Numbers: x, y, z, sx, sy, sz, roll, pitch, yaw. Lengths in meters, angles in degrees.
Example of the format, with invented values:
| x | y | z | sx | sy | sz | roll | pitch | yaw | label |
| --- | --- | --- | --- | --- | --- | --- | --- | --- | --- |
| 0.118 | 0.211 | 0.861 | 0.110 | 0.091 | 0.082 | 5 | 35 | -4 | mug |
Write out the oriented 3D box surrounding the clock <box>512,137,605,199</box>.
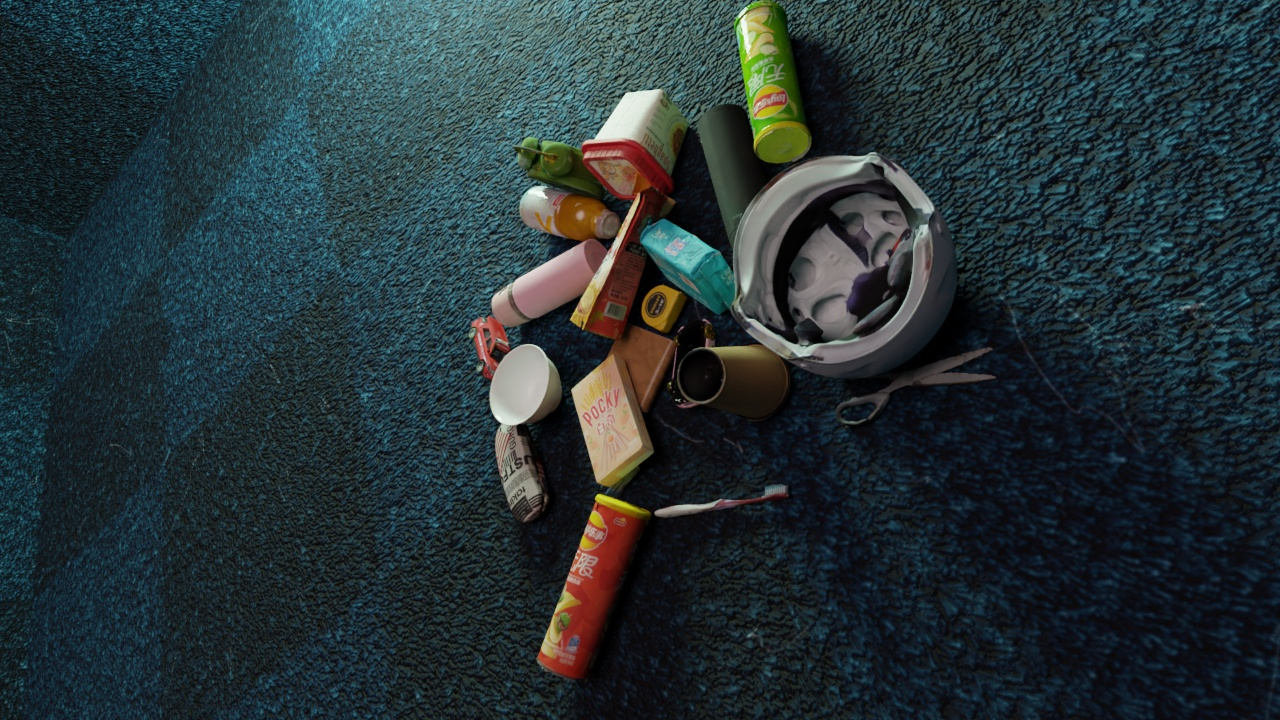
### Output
| x | y | z | sx | sy | sz | roll | pitch | yaw | label |
| --- | --- | --- | --- | --- | --- | --- | --- | --- | --- |
| -0.114 | -0.282 | 1.332 | 0.116 | 0.161 | 0.056 | 20 | 96 | 44 | clock |

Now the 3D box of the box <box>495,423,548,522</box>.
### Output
| x | y | z | sx | sy | sz | roll | pitch | yaw | label |
| --- | --- | --- | --- | --- | --- | --- | --- | --- | --- |
| -0.171 | 0.150 | 1.284 | 0.069 | 0.051 | 0.164 | -57 | 43 | 35 | box |

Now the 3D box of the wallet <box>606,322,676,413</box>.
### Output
| x | y | z | sx | sy | sz | roll | pitch | yaw | label |
| --- | --- | --- | --- | --- | --- | --- | --- | --- | --- |
| -0.007 | 0.007 | 1.218 | 0.115 | 0.020 | 0.101 | 23 | 87 | 47 | wallet |

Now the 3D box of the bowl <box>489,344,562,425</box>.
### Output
| x | y | z | sx | sy | sz | roll | pitch | yaw | label |
| --- | --- | --- | --- | --- | --- | --- | --- | --- | --- |
| -0.150 | 0.042 | 1.296 | 0.119 | 0.064 | 0.118 | -17 | 63 | 36 | bowl |

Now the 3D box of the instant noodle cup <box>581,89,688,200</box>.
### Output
| x | y | z | sx | sy | sz | roll | pitch | yaw | label |
| --- | --- | --- | --- | --- | --- | --- | --- | --- | --- |
| -0.001 | -0.303 | 1.280 | 0.117 | 0.116 | 0.124 | 9 | 68 | 43 | instant noodle cup |

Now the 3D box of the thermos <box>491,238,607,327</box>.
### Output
| x | y | z | sx | sy | sz | roll | pitch | yaw | label |
| --- | --- | --- | --- | --- | --- | --- | --- | --- | --- |
| -0.131 | -0.114 | 1.350 | 0.199 | 0.067 | 0.087 | -25 | 27 | 34 | thermos |

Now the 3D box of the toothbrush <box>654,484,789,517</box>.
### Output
| x | y | z | sx | sy | sz | roll | pitch | yaw | label |
| --- | --- | --- | --- | --- | --- | --- | --- | --- | --- |
| 0.091 | 0.164 | 1.067 | 0.188 | 0.016 | 0.017 | -16 | 55 | 36 | toothbrush |

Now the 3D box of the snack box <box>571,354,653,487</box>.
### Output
| x | y | z | sx | sy | sz | roll | pitch | yaw | label |
| --- | --- | --- | --- | --- | --- | --- | --- | --- | --- |
| -0.038 | 0.076 | 1.181 | 0.085 | 0.026 | 0.157 | -41 | 47 | 25 | snack box |

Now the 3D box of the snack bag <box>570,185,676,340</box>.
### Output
| x | y | z | sx | sy | sz | roll | pitch | yaw | label |
| --- | --- | --- | --- | --- | --- | --- | --- | --- | --- |
| -0.018 | -0.131 | 1.221 | 0.073 | 0.128 | 0.208 | 27 | 98 | 13 | snack bag |

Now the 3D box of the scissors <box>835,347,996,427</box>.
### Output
| x | y | z | sx | sy | sz | roll | pitch | yaw | label |
| --- | --- | --- | --- | --- | --- | --- | --- | --- | --- |
| 0.277 | 0.016 | 0.964 | 0.165 | 0.014 | 0.163 | -52 | 48 | 12 | scissors |

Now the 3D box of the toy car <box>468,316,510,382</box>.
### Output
| x | y | z | sx | sy | sz | roll | pitch | yaw | label |
| --- | --- | --- | --- | --- | --- | --- | --- | --- | --- |
| -0.225 | -0.016 | 1.395 | 0.045 | 0.053 | 0.120 | -36 | 51 | 22 | toy car |

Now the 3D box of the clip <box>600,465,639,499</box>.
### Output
| x | y | z | sx | sy | sz | roll | pitch | yaw | label |
| --- | --- | --- | --- | --- | --- | --- | --- | --- | --- |
| -0.023 | 0.151 | 1.169 | 0.058 | 0.026 | 0.038 | -49 | 40 | 10 | clip |

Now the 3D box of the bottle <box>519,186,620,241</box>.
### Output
| x | y | z | sx | sy | sz | roll | pitch | yaw | label |
| --- | --- | --- | --- | --- | --- | --- | --- | --- | --- |
| -0.103 | -0.214 | 1.357 | 0.190 | 0.068 | 0.068 | 21 | 88 | 44 | bottle |

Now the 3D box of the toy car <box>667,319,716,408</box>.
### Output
| x | y | z | sx | sy | sz | roll | pitch | yaw | label |
| --- | --- | --- | --- | --- | --- | --- | --- | --- | --- |
| 0.068 | 0.005 | 1.140 | 0.056 | 0.037 | 0.122 | -16 | 50 | 33 | toy car |

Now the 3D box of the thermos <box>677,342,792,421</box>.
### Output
| x | y | z | sx | sy | sz | roll | pitch | yaw | label |
| --- | --- | --- | --- | --- | --- | --- | --- | --- | --- |
| 0.105 | 0.021 | 1.033 | 0.093 | 0.143 | 0.093 | -4 | 83 | 37 | thermos |

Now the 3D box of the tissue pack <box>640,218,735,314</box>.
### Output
| x | y | z | sx | sy | sz | roll | pitch | yaw | label |
| --- | --- | --- | --- | --- | --- | --- | --- | --- | --- |
| 0.063 | -0.120 | 1.151 | 0.050 | 0.093 | 0.133 | -47 | 48 | -4 | tissue pack |

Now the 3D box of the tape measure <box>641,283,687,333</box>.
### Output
| x | y | z | sx | sy | sz | roll | pitch | yaw | label |
| --- | --- | --- | --- | --- | --- | --- | --- | --- | --- |
| 0.030 | -0.069 | 1.206 | 0.057 | 0.029 | 0.060 | 30 | 95 | 43 | tape measure |

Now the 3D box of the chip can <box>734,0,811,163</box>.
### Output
| x | y | z | sx | sy | sz | roll | pitch | yaw | label |
| --- | --- | --- | --- | --- | --- | --- | --- | --- | --- |
| 0.167 | -0.360 | 1.173 | 0.073 | 0.072 | 0.221 | -23 | 58 | 33 | chip can |

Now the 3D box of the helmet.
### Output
| x | y | z | sx | sy | sz | roll | pitch | yaw | label |
| --- | --- | --- | --- | --- | --- | --- | --- | --- | --- |
| 0.223 | -0.088 | 0.963 | 0.229 | 0.145 | 0.258 | -51 | 39 | 11 | helmet |

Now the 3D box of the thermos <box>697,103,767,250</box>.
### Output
| x | y | z | sx | sy | sz | roll | pitch | yaw | label |
| --- | --- | --- | --- | --- | --- | --- | --- | --- | --- |
| 0.125 | -0.216 | 1.141 | 0.068 | 0.090 | 0.242 | -21 | 58 | 16 | thermos |

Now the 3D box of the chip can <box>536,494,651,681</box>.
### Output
| x | y | z | sx | sy | sz | roll | pitch | yaw | label |
| --- | --- | --- | --- | --- | --- | --- | --- | --- | --- |
| -0.058 | 0.274 | 1.116 | 0.073 | 0.073 | 0.216 | 19 | 86 | 44 | chip can |
